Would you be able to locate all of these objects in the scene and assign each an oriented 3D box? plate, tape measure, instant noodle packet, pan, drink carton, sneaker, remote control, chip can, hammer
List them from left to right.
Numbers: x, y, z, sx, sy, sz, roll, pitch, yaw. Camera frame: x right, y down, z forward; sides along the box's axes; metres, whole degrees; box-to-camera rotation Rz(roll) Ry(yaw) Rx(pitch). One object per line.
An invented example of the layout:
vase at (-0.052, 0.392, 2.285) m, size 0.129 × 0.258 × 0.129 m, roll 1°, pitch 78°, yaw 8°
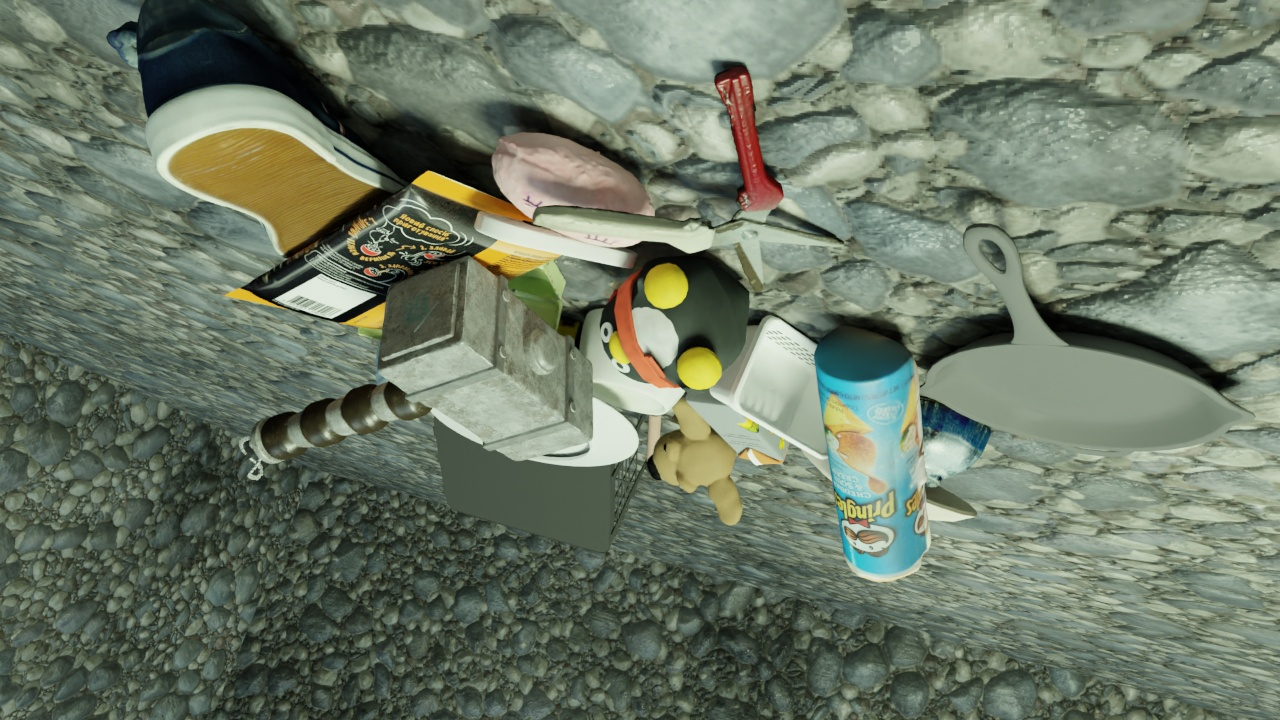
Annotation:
sneaker at (-0.234, -0.147, 0.593) m, size 0.120 × 0.127 × 0.294 m, roll -20°, pitch 173°, yaw -1°
hammer at (-0.211, 0.036, 0.730) m, size 0.327 × 0.079 × 0.177 m, roll -17°, pitch 145°, yaw 23°
instant noodle packet at (-0.168, -0.069, 0.674) m, size 0.221 × 0.032 × 0.159 m, roll -21°, pitch 160°, yaw 32°
plate at (-0.105, 0.064, 0.868) m, size 0.208 × 0.015 × 0.209 m, roll 10°, pitch 153°, yaw 5°
tape measure at (-0.082, -0.004, 0.889) m, size 0.038 × 0.062 × 0.067 m, roll 18°, pitch 164°, yaw 1°
remote control at (-0.054, -0.081, 0.623) m, size 0.043 × 0.013 × 0.136 m, roll 27°, pitch -166°, yaw 39°
drink carton at (0.096, 0.039, 0.836) m, size 0.049 × 0.076 × 0.125 m, roll 6°, pitch 155°, yaw 34°
chip can at (0.189, 0.077, 0.733) m, size 0.080 × 0.079 × 0.230 m, roll 8°, pitch 134°, yaw 29°
plate at (0.234, 0.120, 0.904) m, size 0.188 × 0.027 × 0.188 m, roll 22°, pitch -174°, yaw -3°
pan at (0.271, -0.005, 0.605) m, size 0.217 × 0.024 × 0.354 m, roll 4°, pitch 159°, yaw 37°

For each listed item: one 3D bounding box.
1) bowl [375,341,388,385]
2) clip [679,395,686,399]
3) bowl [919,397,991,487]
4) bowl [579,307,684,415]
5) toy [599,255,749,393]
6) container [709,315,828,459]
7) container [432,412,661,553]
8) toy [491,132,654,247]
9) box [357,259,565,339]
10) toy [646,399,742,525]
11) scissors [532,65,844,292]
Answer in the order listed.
bowl at (-0.188, -0.019, 0.887) m, size 0.150 × 0.074 × 0.150 m, roll -16°, pitch 175°, yaw -2°
clip at (0.060, 0.038, 0.920) m, size 0.024 × 0.041 × 0.060 m, roll 1°, pitch 151°, yaw 46°
bowl at (0.252, 0.079, 0.827) m, size 0.114 × 0.060 × 0.114 m, roll 15°, pitch 162°, yaw 5°
bowl at (-0.005, 0.005, 0.836) m, size 0.116 × 0.065 × 0.116 m, roll 16°, pitch 163°, yaw 5°
toy at (0.017, -0.025, 0.665) m, size 0.119 × 0.097 × 0.099 m, roll -16°, pitch -171°, yaw 43°
container at (0.116, 0.021, 0.758) m, size 0.129 × 0.080 × 0.050 m, roll 30°, pitch 171°, yaw -34°
container at (-0.109, 0.098, 1.056) m, size 0.241 × 0.130 × 0.163 m, roll 13°, pitch 132°, yaw 13°
toy at (-0.047, -0.104, 0.574) m, size 0.108 × 0.053 × 0.105 m, roll 22°, pitch 178°, yaw -20°
box at (-0.158, -0.064, 0.786) m, size 0.188 × 0.064 × 0.130 m, roll 11°, pitch 120°, yaw 16°
toy at (0.061, 0.087, 0.919) m, size 0.106 × 0.134 × 0.108 m, roll -19°, pitch -168°, yaw 21°
scissors at (0.031, -0.086, 0.525) m, size 0.179 × 0.015 × 0.199 m, roll -12°, pitch 151°, yaw 4°
